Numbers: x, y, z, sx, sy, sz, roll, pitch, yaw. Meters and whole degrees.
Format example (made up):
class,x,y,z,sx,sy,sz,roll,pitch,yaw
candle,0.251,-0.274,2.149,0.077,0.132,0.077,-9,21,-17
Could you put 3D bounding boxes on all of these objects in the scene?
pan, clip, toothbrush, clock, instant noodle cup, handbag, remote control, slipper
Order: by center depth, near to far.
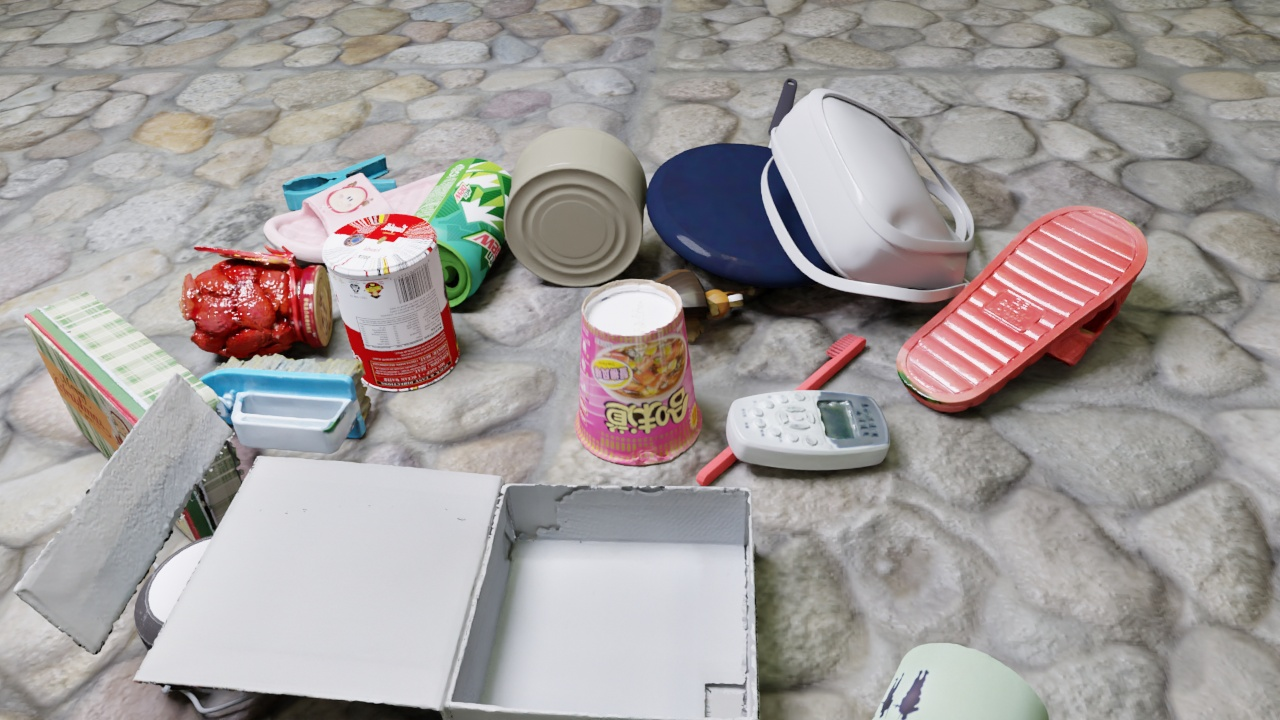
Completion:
class,x,y,z,sx,sy,sz,roll,pitch,yaw
clock,-0.254,0.147,0.554,0.091,0.044,0.122,-18,40,-18
remote control,0.118,0.049,0.652,0.114,0.028,0.060,2,46,-6
instant noodle cup,-0.004,0.004,0.666,0.098,0.109,0.097,-2,37,1
toothbrush,0.109,0.032,0.700,0.018,0.012,0.211,28,48,33
slipper,0.308,-0.034,0.734,0.248,0.059,0.103,-38,49,-16
handbag,0.222,-0.128,0.800,0.222,0.096,0.215,2,60,-40
pan,0.123,-0.191,0.880,0.199,0.021,0.355,16,45,5
slipper,-0.264,-0.151,0.927,0.221,0.056,0.107,-21,43,-23
clip,-0.326,-0.186,1.002,0.119,0.027,0.102,-14,37,-14

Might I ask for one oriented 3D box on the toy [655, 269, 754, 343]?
class,x,y,z,sx,sy,sz,roll,pitch,yaw
toy,0.050,-0.048,0.775,0.100,0.062,0.076,-9,0,-19

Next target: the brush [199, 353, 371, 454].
class,x,y,z,sx,sy,sz,roll,pitch,yaw
brush,-0.278,0.034,0.691,0.136,0.055,0.075,4,34,10

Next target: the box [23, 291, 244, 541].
class,x,y,z,sx,sy,sz,roll,pitch,yaw
box,-0.354,0.038,0.646,0.206,0.118,0.050,29,44,32

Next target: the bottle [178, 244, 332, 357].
class,x,y,z,sx,sy,sz,roll,pitch,yaw
bottle,-0.323,-0.052,0.774,0.111,0.099,0.098,-2,38,-6

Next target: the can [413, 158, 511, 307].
class,x,y,z,sx,sy,sz,roll,pitch,yaw
can,-0.169,-0.120,0.855,0.083,0.083,0.143,5,40,10

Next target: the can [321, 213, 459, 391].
class,x,y,z,sx,sy,sz,roll,pitch,yaw
can,-0.198,-0.047,0.738,0.086,0.117,0.086,-2,38,1

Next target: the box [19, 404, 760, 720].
class,x,y,z,sx,sy,sz,roll,pitch,yaw
box,-0.112,0.129,0.524,0.368,0.099,0.165,6,38,1

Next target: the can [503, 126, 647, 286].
class,x,y,z,sx,sy,sz,roll,pitch,yaw
can,-0.058,-0.138,0.837,0.128,0.128,0.073,-1,40,3

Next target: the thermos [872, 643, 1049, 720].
class,x,y,z,sx,sy,sz,roll,pitch,yaw
thermos,0.108,0.235,0.394,0.082,0.082,0.230,20,44,27
